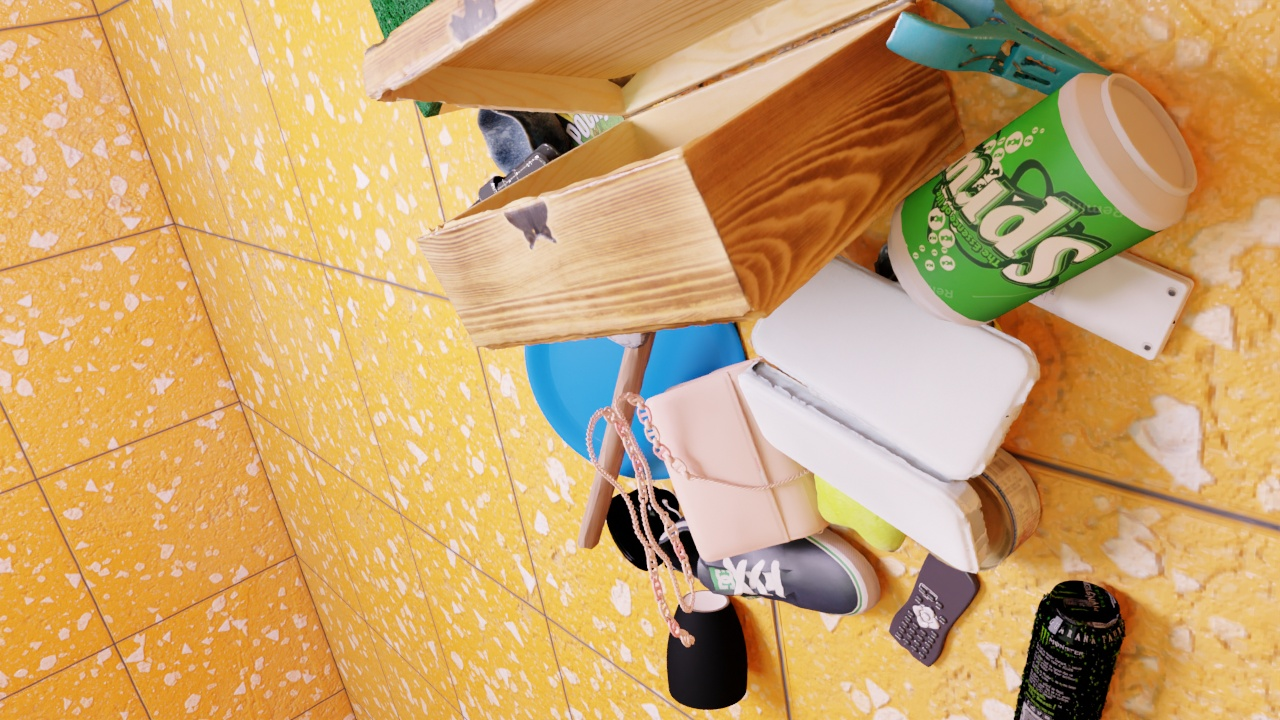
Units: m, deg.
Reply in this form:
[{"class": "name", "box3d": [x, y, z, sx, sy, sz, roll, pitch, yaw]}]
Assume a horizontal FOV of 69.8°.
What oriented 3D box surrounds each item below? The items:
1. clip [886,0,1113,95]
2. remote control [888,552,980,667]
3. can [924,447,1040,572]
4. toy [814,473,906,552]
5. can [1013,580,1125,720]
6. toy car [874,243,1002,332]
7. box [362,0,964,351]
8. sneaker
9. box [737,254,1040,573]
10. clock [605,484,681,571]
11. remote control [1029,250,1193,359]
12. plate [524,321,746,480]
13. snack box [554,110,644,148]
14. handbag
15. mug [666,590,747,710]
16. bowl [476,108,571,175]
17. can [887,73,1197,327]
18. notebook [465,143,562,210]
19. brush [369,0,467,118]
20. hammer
[{"class": "clip", "box3d": [0.189, -0.183, 0.506, 0.033, 0.121, 0.119, 108, 161, -45]}, {"class": "remote control", "box3d": [0.232, 0.197, 0.730, 0.046, 0.009, 0.125, 41, 140, 31]}, {"class": "can", "box3d": [0.229, 0.100, 0.641, 0.086, 0.043, 0.086, 32, 134, 39]}, {"class": "toy", "box3d": [0.174, 0.087, 0.707, 0.092, 0.046, 0.115, 25, 123, 45]}, {"class": "can", "box3d": [0.289, 0.215, 0.623, 0.054, 0.053, 0.138, 28, 132, 42]}, {"class": "toy car", "box3d": [0.196, -0.038, 0.607, 0.107, 0.030, 0.049, 57, 147, 17]}, {"class": "box", "box3d": [0.011, -0.165, 0.584, 0.280, 0.257, 0.220, -7, 115, 51]}, {"class": "sneaker", "box3d": [0.107, 0.189, 0.835, 0.236, 0.078, 0.084, 7, 116, 52]}, {"class": "box", "box3d": [0.153, 0.033, 0.620, 0.211, 0.084, 0.186, 37, 138, 43]}, {"class": "clock", "box3d": [0.014, 0.180, 0.989, 0.121, 0.042, 0.091, -4, 108, 55]}, {"class": "remote control", "box3d": [0.249, -0.053, 0.542, 0.136, 0.011, 0.050, 36, 137, 36]}, {"class": "plate", "box3d": [-0.005, 0.005, 0.857, 0.225, 0.024, 0.224, 9, 112, 22]}, {"class": "snack box", "box3d": [-0.030, -0.207, 0.812, 0.147, 0.025, 0.080, 60, 147, 6]}, {"class": "handbag", "box3d": [0.070, 0.103, 0.731, 0.117, 0.186, 0.199, -19, 93, 24]}, {"class": "mug", "box3d": [0.066, 0.293, 0.972, 0.119, 0.085, 0.100, -127, 34, -76]}, {"class": "bowl", "box3d": [-0.102, -0.207, 0.872, 0.110, 0.055, 0.110, 42, 161, 18]}, {"class": "can", "box3d": [0.209, -0.082, 0.493, 0.140, 0.087, 0.088, -37, 80, 47]}, {"class": "notebook", "box3d": [-0.086, -0.113, 0.891, 0.169, 0.029, 0.210, 42, 149, -17]}, {"class": "brush", "box3d": [-0.168, -0.362, 0.854, 0.251, 0.075, 0.195, -13, 101, 56]}, {"class": "hammer", "box3d": [-0.016, 0.048, 0.825, 0.052, 0.097, 0.329, 30, 127, 22]}]
